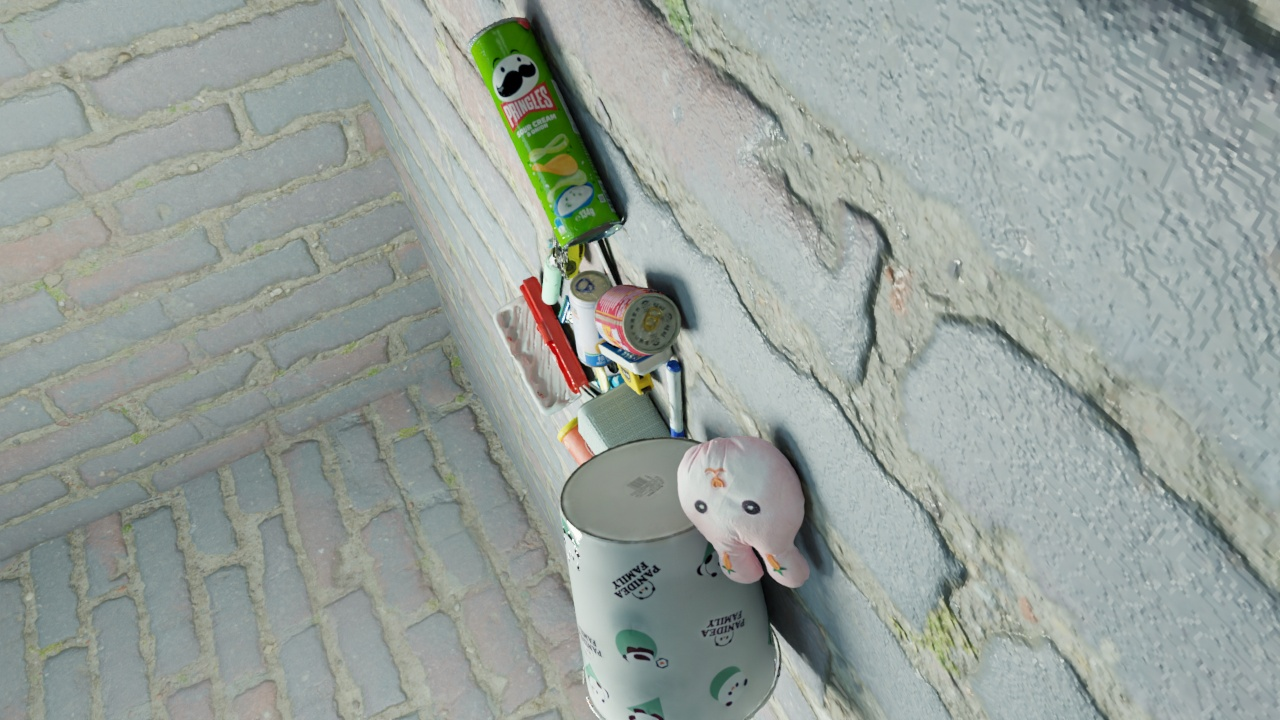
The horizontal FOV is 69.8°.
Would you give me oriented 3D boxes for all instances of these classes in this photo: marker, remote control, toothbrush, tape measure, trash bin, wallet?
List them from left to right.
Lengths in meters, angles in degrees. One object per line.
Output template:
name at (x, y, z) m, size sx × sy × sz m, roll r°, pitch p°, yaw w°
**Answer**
toothbrush at (-0.123, -0.127, 1.298) m, size 0.225 × 0.027 × 0.026 m, roll 116°, pitch 134°, yaw -72°
marker at (-0.045, -0.131, 1.038) m, size 0.124 × 0.015 × 0.018 m, roll 68°, pitch 168°, yaw -21°
wallet at (-0.040, 0.099, 1.325) m, size 0.130 × 0.037 × 0.106 m, roll 63°, pitch 166°, yaw -25°
remote control at (-0.006, -0.011, 1.021) m, size 0.024 × 0.049 × 0.125 m, roll 68°, pitch 166°, yaw -20°
tape measure at (-0.006, 0.006, 1.092) m, size 0.060 × 0.029 × 0.057 m, roll 36°, pitch 149°, yaw 63°
trash bin at (0.027, 0.236, 0.988) m, size 0.229 × 0.229 × 0.252 m, roll -137°, pitch 32°, yaw -57°
marker at (0.039, 0.049, 1.022) m, size 0.017 × 0.017 × 0.146 m, roll 55°, pitch 163°, yaw 36°

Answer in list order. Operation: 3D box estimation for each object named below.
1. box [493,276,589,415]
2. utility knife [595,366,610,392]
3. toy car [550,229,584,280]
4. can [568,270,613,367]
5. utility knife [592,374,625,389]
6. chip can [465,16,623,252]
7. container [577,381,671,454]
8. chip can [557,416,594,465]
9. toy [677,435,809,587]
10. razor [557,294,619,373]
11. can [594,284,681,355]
box at (-0.164, -0.020, 1.470) m, size 0.201 × 0.100 × 0.110 m, roll 62°, pitch 177°, yaw 11°
utility knife at (-0.071, -0.044, 1.226) m, size 0.031 × 0.021 × 0.201 m, roll -12°, pitch 99°, yaw 67°
toy car at (-0.088, -0.150, 1.127) m, size 0.048 × 0.032 × 0.105 m, roll 52°, pitch 149°, yaw 44°
can at (-0.057, -0.050, 1.130) m, size 0.053 × 0.053 × 0.135 m, roll 57°, pitch 163°, yaw 31°
utility knife at (-0.047, 0.037, 1.309) m, size 0.034 × 0.018 × 0.234 m, roll 53°, pitch 167°, yaw -8°
chip can at (-0.098, -0.232, 0.949) m, size 0.236 × 0.072 × 0.072 m, roll 65°, pitch 166°, yaw 1°
container at (-0.013, 0.100, 1.155) m, size 0.111 × 0.090 × 0.090 m, roll 57°, pitch 164°, yaw 22°
chip can at (-0.022, 0.167, 1.227) m, size 0.216 × 0.073 × 0.073 m, roll 53°, pitch 164°, yaw 11°
toy at (0.097, 0.139, 0.823) m, size 0.121 × 0.054 × 0.159 m, roll -8°, pitch 113°, yaw 36°
razor at (-0.067, -0.033, 1.263) m, size 0.142 × 0.022 × 0.043 m, roll 50°, pitch 138°, yaw 32°
can at (-0.003, -0.041, 0.924) m, size 0.066 × 0.066 × 0.094 m, roll 69°, pitch 166°, yaw -14°
